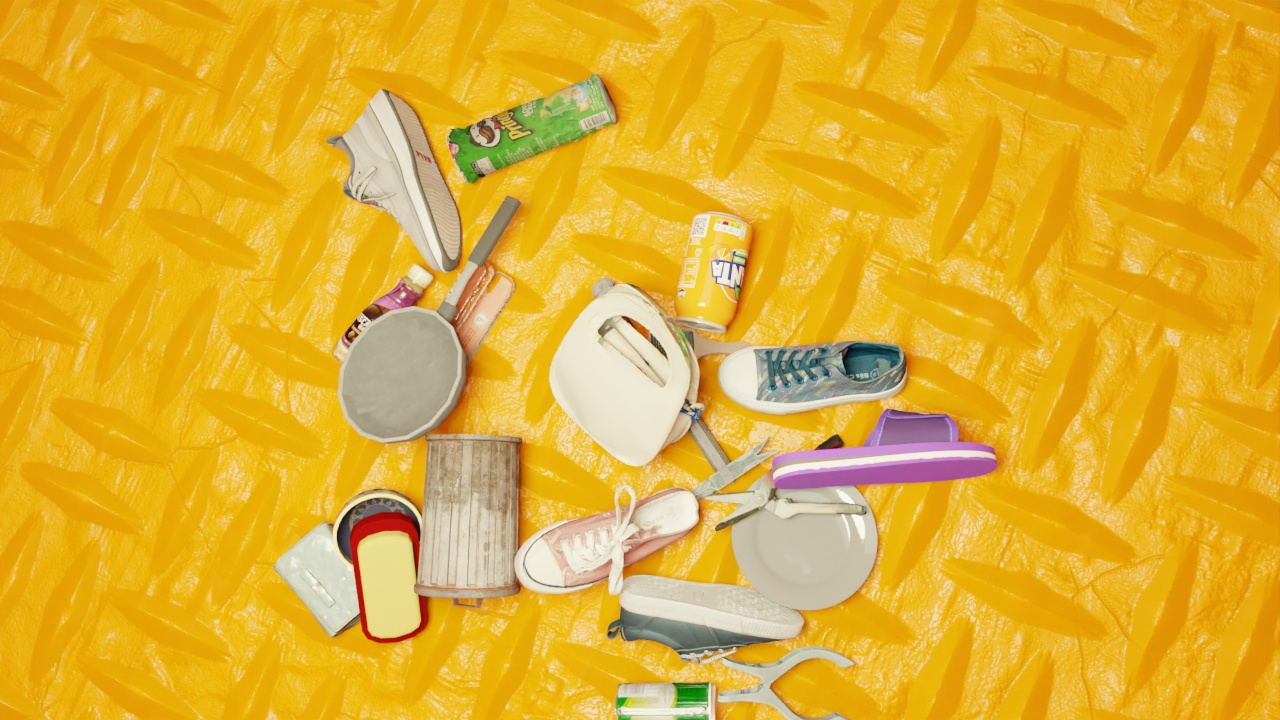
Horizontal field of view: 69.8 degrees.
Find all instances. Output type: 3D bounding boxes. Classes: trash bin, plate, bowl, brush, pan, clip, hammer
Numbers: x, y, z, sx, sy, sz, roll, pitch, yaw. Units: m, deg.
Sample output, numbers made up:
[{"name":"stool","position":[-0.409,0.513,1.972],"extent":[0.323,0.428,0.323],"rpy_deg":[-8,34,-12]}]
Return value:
[{"name":"trash bin","position":[-0.213,0.201,1.151],"extent":[0.131,0.131,0.211],"rpy_deg":[0,82,7]},{"name":"plate","position":[0.203,0.219,1.142],"extent":[0.178,0.012,0.178],"rpy_deg":[-1,73,4]},{"name":"bowl","position":[-0.341,0.215,1.194],"extent":[0.112,0.061,0.112],"rpy_deg":[-4,106,-16]},{"name":"brush","position":[0.077,-0.019,1.173],"extent":[0.135,0.015,0.049],"rpy_deg":[3,66,-9]},{"name":"pan","position":[-0.250,-0.055,1.170],"extent":[0.179,0.041,0.357],"rpy_deg":[27,82,26]},{"name":"clip","position":[0.178,0.424,1.117],"extent":[0.171,0.029,0.141],"rpy_deg":[-3,83,-1]},{"name":"hammer","position":[0.027,0.027,1.189],"extent":[0.147,0.028,0.317],"rpy_deg":[-35,81,8]},{"name":"brush","position":[-0.318,0.280,1.161],"extent":[0.082,0.042,0.173],"rpy_deg":[-7,107,-16]}]

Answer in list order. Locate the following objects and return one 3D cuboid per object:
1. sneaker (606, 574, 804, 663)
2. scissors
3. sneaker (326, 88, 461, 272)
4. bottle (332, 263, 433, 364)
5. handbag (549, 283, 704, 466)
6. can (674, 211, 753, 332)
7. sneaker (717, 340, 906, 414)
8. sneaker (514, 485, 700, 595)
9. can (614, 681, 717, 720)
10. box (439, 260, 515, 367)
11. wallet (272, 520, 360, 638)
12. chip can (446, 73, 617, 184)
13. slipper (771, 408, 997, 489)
[{"name":"sneaker","position":[0.079,0.325,1.120],"extent":[0.235,0.089,0.087],"rpy_deg":[9,102,1]},{"name":"scissors","position":[0.190,0.163,1.144],"extent":[0.179,0.015,0.193],"rpy_deg":[30,78,12]},{"name":"sneaker","position":[-0.333,-0.225,1.237],"extent":[0.129,0.096,0.263],"rpy_deg":[-27,82,16]},{"name":"bottle","position":[-0.340,-0.058,1.229],"extent":[0.059,0.059,0.166],"rpy_deg":[39,89,10]},{"name":"handbag","position":[-0.007,0.007,1.120],"extent":[0.200,0.092,0.200],"rpy_deg":[42,129,18]},{"name":"can","position":[0.092,-0.112,1.168],"extent":[0.079,0.079,0.142],"rpy_deg":[12,86,8]},{"name":"sneaker","position":[0.214,0.015,1.129],"extent":[0.235,0.079,0.087],"rpy_deg":[-2,71,3]},{"name":"sneaker","position":[-0.035,0.218,1.108],"extent":[0.241,0.088,0.118],"rpy_deg":[-22,88,-9]},{"name":"can","position":[0.033,0.430,1.125],"extent":[0.121,0.067,0.067],"rpy_deg":[-3,83,7]},{"name":"box","position":[-0.241,-0.044,1.225],"extent":[0.043,0.083,0.187],"rpy_deg":[32,91,51]},{"name":"wallet","position":[-0.409,0.289,1.209],"extent":[0.100,0.054,0.131],"rpy_deg":[-44,86,2]},{"name":"chip can","position":[-0.143,-0.310,1.224],"extent":[0.223,0.075,0.075],"rpy_deg":[-21,82,4]},{"name":"slipper","position":[0.289,0.097,1.103],"extent":[0.266,0.107,0.084],"rpy_deg":[-4,69,0]}]
